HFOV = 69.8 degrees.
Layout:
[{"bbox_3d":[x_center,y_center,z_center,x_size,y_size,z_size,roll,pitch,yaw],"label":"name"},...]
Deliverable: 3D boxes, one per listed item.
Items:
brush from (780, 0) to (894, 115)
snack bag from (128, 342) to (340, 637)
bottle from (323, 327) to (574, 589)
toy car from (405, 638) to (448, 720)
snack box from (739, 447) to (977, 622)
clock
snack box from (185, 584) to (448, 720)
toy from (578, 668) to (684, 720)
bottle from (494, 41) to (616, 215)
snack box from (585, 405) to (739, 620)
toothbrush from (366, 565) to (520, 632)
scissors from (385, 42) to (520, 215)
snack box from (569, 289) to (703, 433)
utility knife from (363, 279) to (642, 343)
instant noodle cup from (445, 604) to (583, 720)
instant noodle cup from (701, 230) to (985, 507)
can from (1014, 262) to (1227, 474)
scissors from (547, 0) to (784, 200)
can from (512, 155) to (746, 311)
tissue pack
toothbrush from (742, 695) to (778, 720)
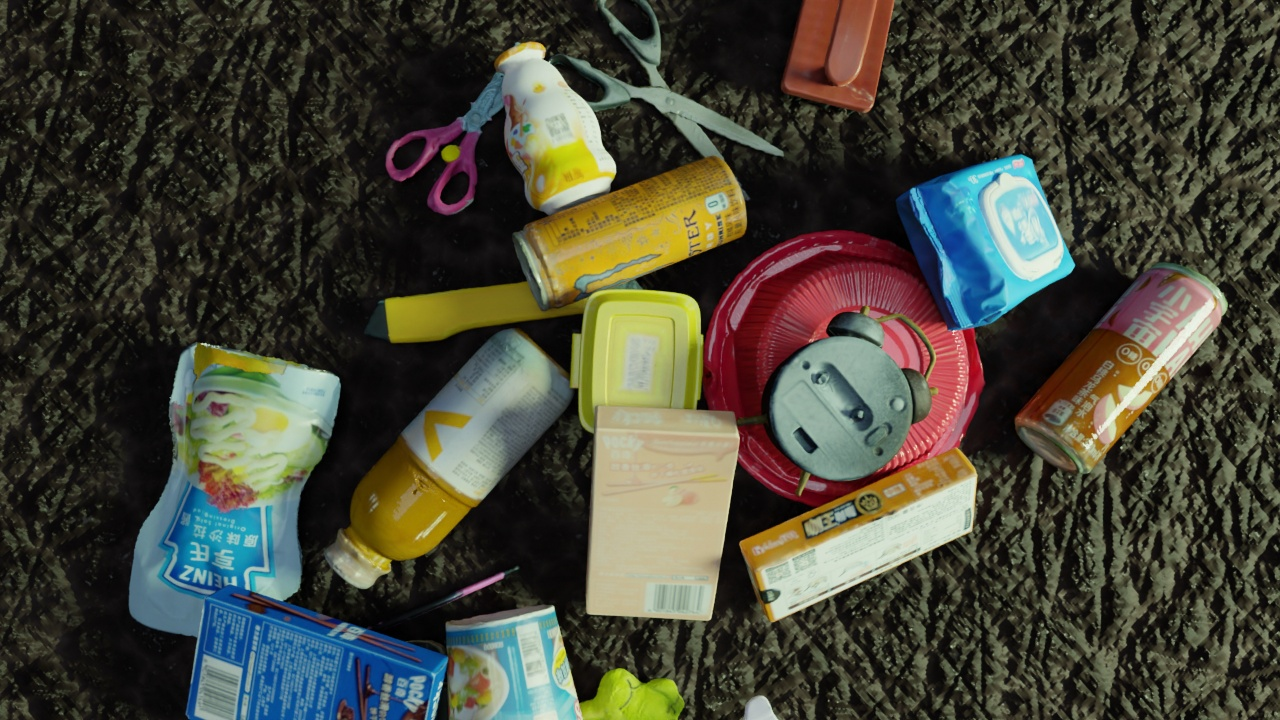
[{"bbox_3d":[0.141,-0.243,0.613,0.063,0.069,0.145,13,87,-2],"label":"brush"},{"bbox_3d":[-0.267,0.090,0.601,0.110,0.039,0.191,13,90,-7],"label":"snack bag"},{"bbox_3d":[-0.124,0.065,0.590,0.068,0.068,0.189,42,87,0],"label":"bottle"},{"bbox_3d":[-0.144,0.226,0.598,0.042,0.035,0.090,-3,89,-3],"label":"toy car"},{"bbox_3d":[0.143,0.114,0.595,0.153,0.075,0.026,-23,48,-3],"label":"snack box"},{"bbox_3d":[0.122,0.020,0.542,0.122,0.055,0.082,-40,89,-4],"label":"clock"},{"bbox_3d":[-0.201,0.203,0.568,0.157,0.026,0.084,15,100,10],"label":"snack box"},{"bbox_3d":[0.000,0.258,0.604,0.097,0.031,0.100,12,84,4],"label":"toy"},{"bbox_3d":[-0.060,-0.152,0.605,0.063,0.063,0.108,-22,88,-3],"label":"bottle"},{"bbox_3d":[0.010,0.099,0.572,0.084,0.026,0.157,3,123,-2],"label":"snack box"},{"bbox_3d":[-0.169,0.173,0.612,0.189,0.014,0.017,-24,76,-4],"label":"toothbrush"},{"bbox_3d":[-0.123,-0.169,0.630,0.077,0.017,0.137,27,82,8],"label":"scissors"},{"bbox_3d":[-0.003,0.003,0.591,0.082,0.080,0.091,3,87,-3],"label":"snack box"},{"bbox_3d":[-0.090,-0.035,0.622,0.193,0.015,0.033,-7,87,-3],"label":"utility knife"},{"bbox_3d":[-0.081,0.214,0.576,0.099,0.099,0.110,-9,80,-3],"label":"instant noodle cup"},{"bbox_3d":[0.140,0.004,0.604,0.194,0.066,0.193,0,87,-3],"label":"instant noodle cup"},{"bbox_3d":[0.319,0.006,0.613,0.058,0.058,0.147,42,87,0],"label":"can"},{"bbox_3d":[0.013,-0.183,0.636,0.170,0.014,0.159,-8,90,-4],"label":"scissors"},{"bbox_3d":[-0.006,-0.083,0.598,0.146,0.058,0.058,-22,88,-9],"label":"can"},{"bbox_3d":[0.225,-0.080,0.586,0.156,0.052,0.095,-22,88,-43],"label":"tissue pack"},{"bbox_3d":[-0.002,0.261,0.578,0.189,0.021,0.029,-26,113,2],"label":"toothbrush"}]
